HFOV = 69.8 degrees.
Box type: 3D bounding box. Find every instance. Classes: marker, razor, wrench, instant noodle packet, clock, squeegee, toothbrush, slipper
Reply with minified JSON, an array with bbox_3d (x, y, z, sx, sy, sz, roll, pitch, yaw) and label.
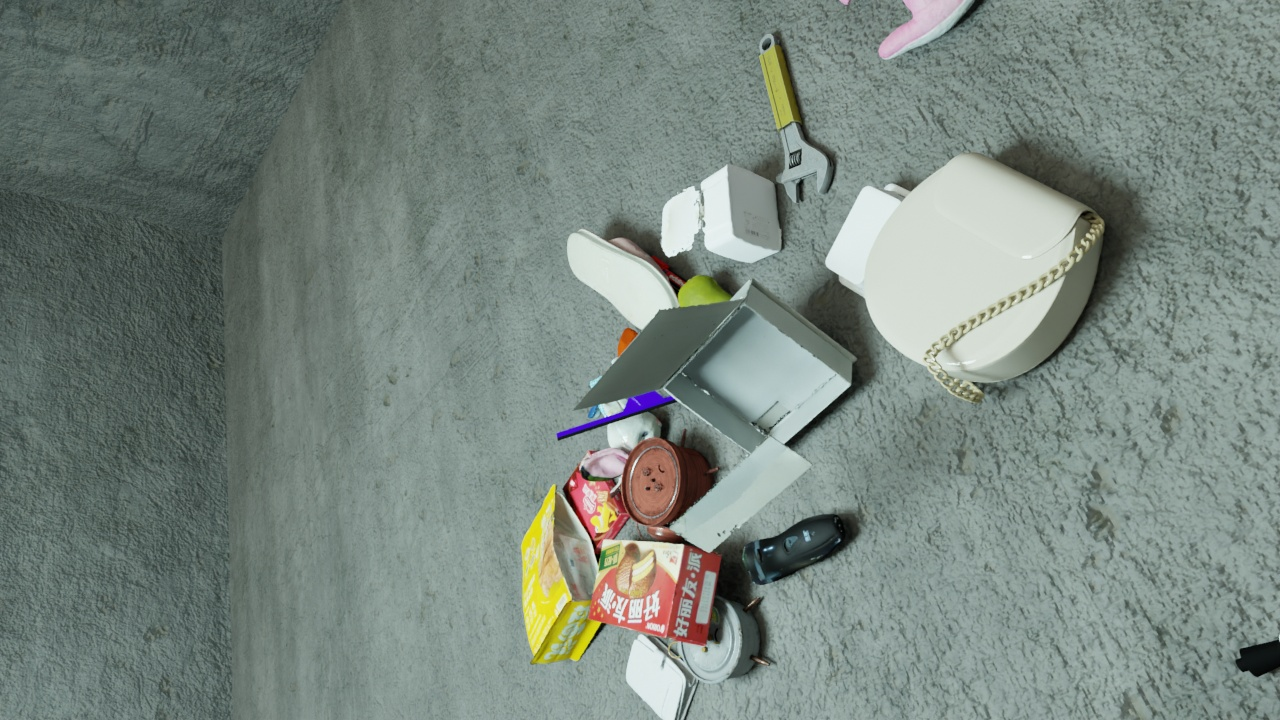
[{"bbox_3d":[0.508,0.206,0.682,0.126,0.025,0.025,-42,51,37],"label":"marker"},{"bbox_3d":[0.173,0.215,1.060,0.141,0.063,0.053,-39,53,40],"label":"razor"},{"bbox_3d":[0.196,-0.324,1.206,0.084,0.018,0.273,-31,58,43],"label":"wrench"},{"bbox_3d":[-0.130,0.320,1.392,0.163,0.084,0.221,-63,34,34],"label":"instant noodle packet"},{"bbox_3d":[0.032,0.178,1.237,0.120,0.072,0.158,49,118,45],"label":"clock"},{"bbox_3d":[0.053,-0.114,1.325,0.145,0.021,0.023,42,120,47],"label":"marker"},{"bbox_3d":[0.088,0.348,1.138,0.148,0.056,0.103,-30,57,41],"label":"clock"},{"bbox_3d":[-0.008,0.008,1.292,0.250,0.055,0.184,-18,33,5],"label":"squeegee"},{"bbox_3d":[-0.043,0.037,1.414,0.135,0.017,0.021,-58,46,20],"label":"toothbrush"},{"bbox_3d":[-0.019,-0.124,1.372,0.274,0.054,0.114,38,136,41],"label":"slipper"}]

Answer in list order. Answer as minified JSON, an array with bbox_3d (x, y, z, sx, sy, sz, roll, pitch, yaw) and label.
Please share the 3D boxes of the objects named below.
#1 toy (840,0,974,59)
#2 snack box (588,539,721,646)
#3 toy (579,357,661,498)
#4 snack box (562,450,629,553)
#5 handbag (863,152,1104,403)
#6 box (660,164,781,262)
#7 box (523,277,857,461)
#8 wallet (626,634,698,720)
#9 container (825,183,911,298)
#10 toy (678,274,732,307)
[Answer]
[{"bbox_3d":[0.287,-0.484,1.052,0.187,0.127,0.265,-36,60,36],"label":"toy"},{"bbox_3d":[0.013,0.296,1.189,0.237,0.060,0.113,-18,57,62],"label":"snack box"},{"bbox_3d":[-0.017,0.087,1.326,0.106,0.131,0.205,-9,60,18],"label":"toy"},{"bbox_3d":[-0.069,0.214,1.391,0.089,0.021,0.133,-57,44,26],"label":"snack box"},{"bbox_3d":[0.329,-0.090,0.917,0.209,0.103,0.210,-59,44,17],"label":"handbag"},{"bbox_3d":[0.095,-0.179,1.212,0.137,0.124,0.108,-25,62,48],"label":"box"},{"bbox_3d":[0.061,0.002,1.008,0.167,0.368,0.150,-48,50,33],"label":"box"},{"bbox_3d":[0.023,0.424,1.218,0.116,0.032,0.086,20,98,51],"label":"wallet"},{"bbox_3d":[0.267,-0.137,1.046,0.081,0.049,0.129,43,114,47],"label":"container"},{"bbox_3d":[0.092,-0.067,1.233,0.090,0.051,0.110,-36,70,31],"label":"toy"}]
